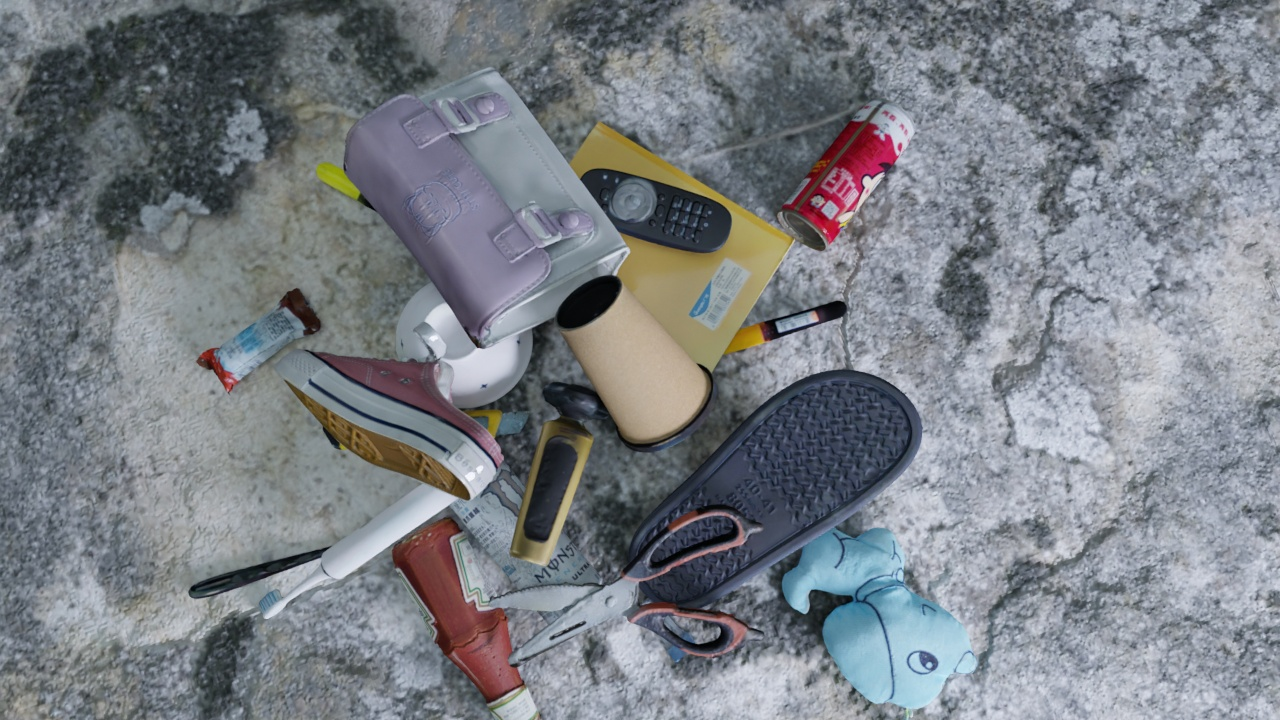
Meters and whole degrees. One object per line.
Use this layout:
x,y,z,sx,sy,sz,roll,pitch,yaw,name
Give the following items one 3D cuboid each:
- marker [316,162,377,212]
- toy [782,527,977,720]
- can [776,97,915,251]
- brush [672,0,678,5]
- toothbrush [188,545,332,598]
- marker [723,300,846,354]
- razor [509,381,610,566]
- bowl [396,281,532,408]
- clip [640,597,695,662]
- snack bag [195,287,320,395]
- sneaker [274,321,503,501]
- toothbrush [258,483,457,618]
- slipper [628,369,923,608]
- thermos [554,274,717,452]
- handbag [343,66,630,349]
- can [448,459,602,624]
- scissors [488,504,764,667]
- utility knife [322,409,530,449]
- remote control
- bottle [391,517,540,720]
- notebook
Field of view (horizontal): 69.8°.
-0.226,-0.137,0.802,0.124,0.015,0.018,29,85,-2,marker
0.198,0.217,0.762,0.161,0.050,0.156,2,82,3,toy
0.179,-0.162,0.797,0.053,0.053,0.132,39,84,2,can
0.009,-0.391,0.806,0.063,0.073,0.145,-39,85,-5,brush
-0.290,0.168,0.767,0.181,0.018,0.015,-17,88,-2,toothbrush
0.122,-0.029,0.802,0.124,0.015,0.018,-17,80,-5,marker
-0.067,0.087,0.734,0.062,0.068,0.167,18,55,-4,razor
-0.151,-0.021,0.766,0.118,0.065,0.118,0,84,-3,bowl
0.021,0.223,0.770,0.027,0.044,0.058,-38,77,0,clip
-0.324,-0.016,0.779,0.105,0.026,0.045,-37,77,-6,snack bag
-0.186,0.030,0.710,0.241,0.118,0.087,17,56,36,sneaker
-0.227,0.150,0.739,0.221,0.026,0.026,-35,71,14,toothbrush
0.106,0.104,0.762,0.268,0.083,0.110,-40,82,13,slipper
-0.004,0.004,0.727,0.093,0.093,0.143,-40,122,-6,thermos
-0.124,-0.123,0.734,0.144,0.099,0.197,-32,78,-26,handbag
-0.098,0.145,0.754,0.058,0.058,0.146,-40,87,-5,can
0.001,0.184,0.718,0.224,0.015,0.189,26,95,-9,scissors
-0.182,0.055,0.781,0.177,0.015,0.033,-4,84,-2,utility knife
0.011,-0.126,0.784,0.136,0.024,0.053,18,82,6,remote control
-0.132,0.229,0.746,0.059,0.060,0.206,-28,86,-5,bottle
0.009,-0.099,0.798,0.206,0.010,0.145,32,84,6,notebook
